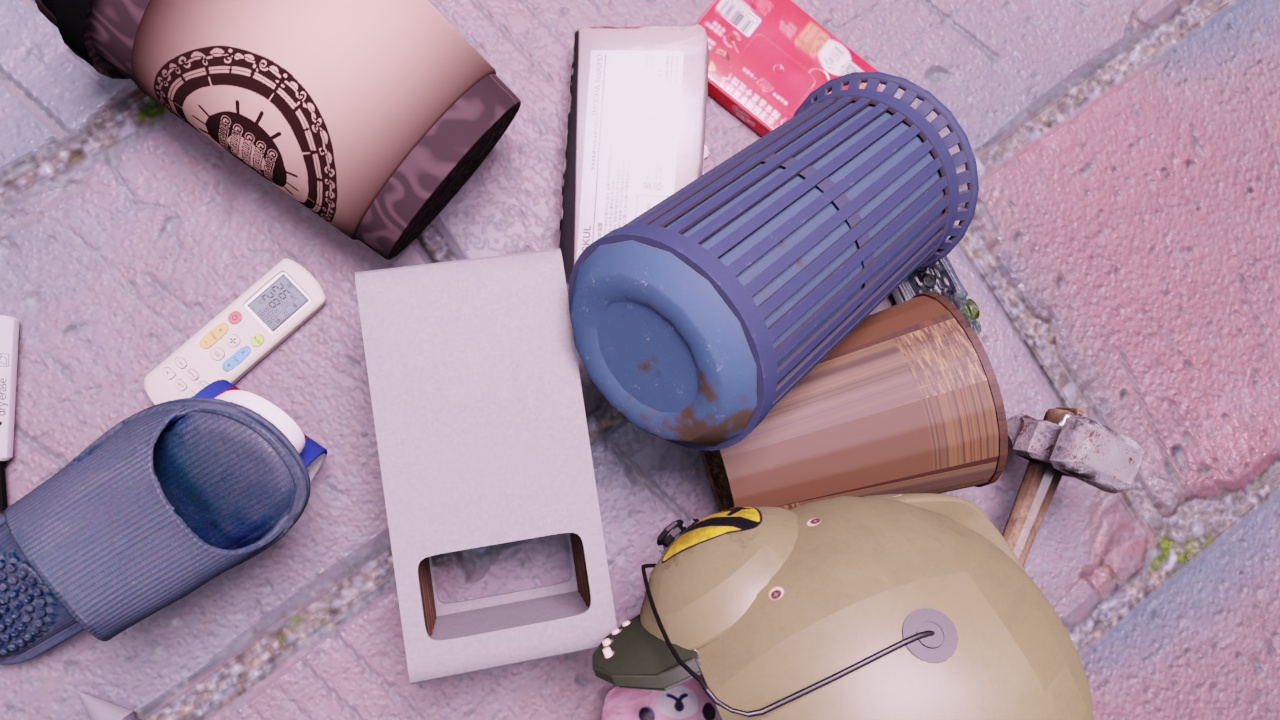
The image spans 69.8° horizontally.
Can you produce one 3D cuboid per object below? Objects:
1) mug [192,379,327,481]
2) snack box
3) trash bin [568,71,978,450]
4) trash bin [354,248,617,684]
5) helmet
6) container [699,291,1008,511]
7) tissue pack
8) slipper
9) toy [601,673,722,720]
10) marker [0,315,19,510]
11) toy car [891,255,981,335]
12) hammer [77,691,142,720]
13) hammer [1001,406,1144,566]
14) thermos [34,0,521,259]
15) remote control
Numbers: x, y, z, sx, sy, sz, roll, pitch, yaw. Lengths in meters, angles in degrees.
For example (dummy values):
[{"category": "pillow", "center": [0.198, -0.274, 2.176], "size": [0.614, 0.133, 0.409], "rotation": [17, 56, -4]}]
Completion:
[{"category": "mug", "center": [-0.237, 0.053, 0.544], "size": [0.076, 0.112, 0.074], "rotation": [36, 45, -5]}, {"category": "snack box", "center": [0.099, -0.210, 0.662], "size": [0.133, 0.021, 0.089], "rotation": [38, 81, -5]}, {"category": "trash bin", "center": [0.079, -0.062, 0.538], "size": [0.248, 0.140, 0.139], "rotation": [-38, 92, -37]}, {"category": "trash bin", "center": [-0.094, 0.060, 0.562], "size": [0.114, 0.114, 0.228], "rotation": [-8, 87, -10]}, {"category": "helmet", "center": [0.118, 0.182, 0.502], "size": [0.233, 0.255, 0.250], "rotation": [-25, 91, -2]}, {"category": "container", "center": [0.126, 0.041, 0.598], "size": [0.167, 0.132, 0.132], "rotation": [-16, 88, -5]}, {"category": "tissue pack", "center": [0.002, -0.129, 0.625], "size": [0.104, 0.071, 0.181], "rotation": [2, 83, 6]}, {"category": "slipper", "center": [-0.305, 0.105, 0.495], "size": [0.264, 0.082, 0.101], "rotation": [-27, 100, 14]}, {"category": "toy", "center": [0.016, 0.221, 0.601], "size": [0.099, 0.053, 0.095], "rotation": [5, 72, -12]}, {"category": "marker", "center": [-0.397, 0.036, 0.560], "size": [0.025, 0.025, 0.126], "rotation": [1, 86, -9]}, {"category": "toy car", "center": [0.203, -0.054, 0.661], "size": [0.048, 0.033, 0.105], "rotation": [-24, 85, -9]}, {"category": "hammer", "center": [-0.216, 0.305, 0.551], "size": [0.322, 0.043, 0.156], "rotation": [39, 104, 3]}, {"category": "hammer", "center": [0.226, 0.178, 0.611], "size": [0.049, 0.121, 0.318], "rotation": [24, 86, -9]}, {"category": "thermos", "center": [-0.199, -0.182, 0.544], "size": [0.226, 0.173, 0.172], "rotation": [40, 80, -11]}, {"category": "remote control", "center": [-0.260, -0.013, 0.590], "size": [0.125, 0.018, 0.038], "rotation": [-44, 93, -10]}]
